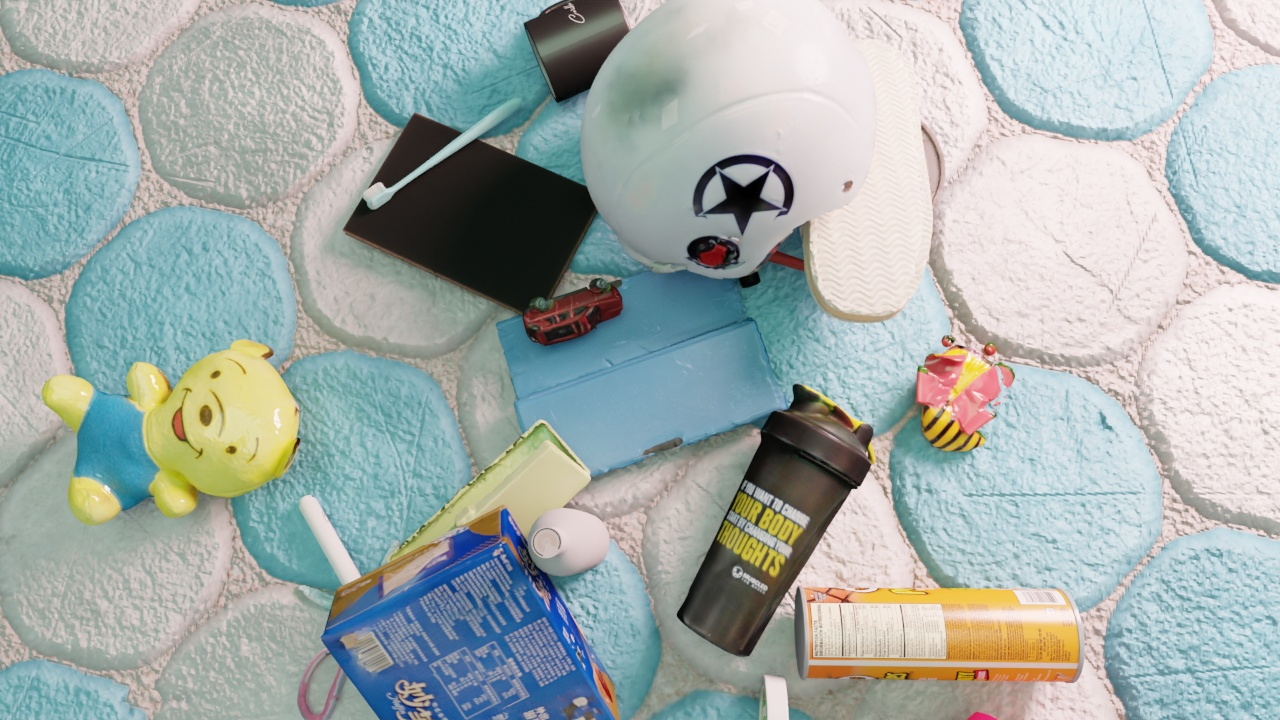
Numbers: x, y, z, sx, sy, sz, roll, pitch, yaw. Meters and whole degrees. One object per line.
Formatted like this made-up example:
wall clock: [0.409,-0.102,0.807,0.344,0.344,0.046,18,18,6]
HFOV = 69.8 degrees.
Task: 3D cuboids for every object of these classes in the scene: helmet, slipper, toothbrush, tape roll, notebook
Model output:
helmet: [0.047,-0.204,0.760,0.265,0.163,0.236,-22,55,29]
slipper: [0.192,-0.158,0.794,0.114,0.054,0.272,7,71,3]
toothbrush: [-0.188,-0.202,0.879,0.180,0.016,0.016,-36,68,-8]
toothbrush: [0.155,-0.088,0.836,0.190,0.016,0.016,17,75,-1]
tape roll: [0.106,0.302,0.738,0.018,0.094,0.093,2,79,3]
notebook: [-0.158,-0.140,0.875,0.209,0.008,0.141,25,76,8]

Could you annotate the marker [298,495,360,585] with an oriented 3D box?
marker: [-0.269,0.175,0.817,0.017,0.020,0.133,-33,73,-13]

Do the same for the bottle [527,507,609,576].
bottle: [-0.059,0.144,0.726,0.052,0.195,0.052,-1,79,3]

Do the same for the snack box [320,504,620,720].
snack box: [-0.128,0.241,0.728,0.155,0.069,0.203,-27,110,0]

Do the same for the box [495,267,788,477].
box: [-0.005,0.004,0.828,0.231,0.048,0.176,-20,78,1]

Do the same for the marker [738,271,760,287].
marker: [0.082,-0.139,0.860,0.019,0.019,0.145,-17,79,0]

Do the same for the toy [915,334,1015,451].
toy: [0.280,0.029,0.805,0.084,0.046,0.103,13,85,-8]

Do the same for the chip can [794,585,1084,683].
chip can: [0.239,0.224,0.753,0.215,0.075,0.075,0,79,3]

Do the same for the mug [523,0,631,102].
mug: [-0.061,-0.311,0.880,0.088,0.078,0.113,-24,53,-1]

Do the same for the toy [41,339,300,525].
toy: [-0.407,0.063,0.823,0.214,0.084,0.149,-15,80,-1]

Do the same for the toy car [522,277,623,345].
toy car: [-0.060,-0.042,0.819,0.091,0.042,0.036,-21,58,1]

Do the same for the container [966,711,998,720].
container: [0.229,0.392,0.682,0.225,0.183,0.183,-42,80,-12]

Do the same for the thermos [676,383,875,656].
thermos: [0.115,0.136,0.773,0.098,0.098,0.220,28,86,8]

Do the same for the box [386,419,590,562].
box: [-0.129,0.139,0.781,0.188,0.090,0.077,-43,106,1]

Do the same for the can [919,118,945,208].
can: [0.209,-0.169,0.845,0.130,0.044,0.130,-1,79,4]

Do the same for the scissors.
scissors: [-0.235,0.246,0.813,0.172,0.013,0.170,18,77,9]
